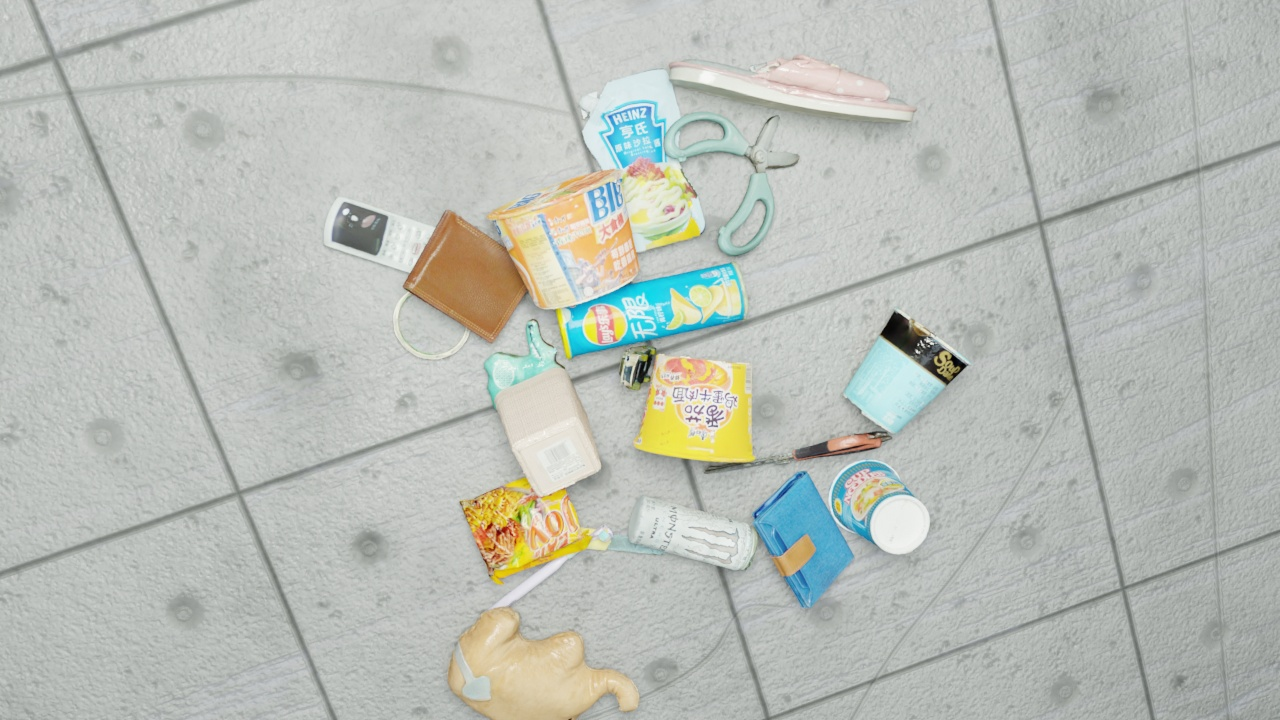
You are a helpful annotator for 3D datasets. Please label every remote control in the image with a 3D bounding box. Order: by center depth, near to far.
[{"bbox_3d":[-0.271,-0.132,1.014,0.150,0.021,0.058,17,97,-10],"label":"remote control"}]

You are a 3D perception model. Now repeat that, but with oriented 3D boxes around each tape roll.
[{"bbox_3d":[-0.235,-0.044,1.037,0.085,0.014,0.086,-1,99,-7],"label":"tape roll"}]

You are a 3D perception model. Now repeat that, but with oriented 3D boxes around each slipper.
[{"bbox_3d":[0.166,-0.302,0.998,0.274,0.114,0.054,9,102,-2],"label":"slipper"}]

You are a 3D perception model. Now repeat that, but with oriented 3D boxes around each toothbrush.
[{"bbox_3d":[-0.113,0.255,1.090,0.189,0.021,0.029,-36,141,7],"label":"toothbrush"}]

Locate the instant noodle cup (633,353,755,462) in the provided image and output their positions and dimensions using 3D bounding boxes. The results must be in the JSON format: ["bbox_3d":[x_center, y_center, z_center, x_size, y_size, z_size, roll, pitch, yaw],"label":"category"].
[{"bbox_3d":[0.065,0.051,1.034,0.138,0.138,0.110,5,91,-8],"label":"instant noodle cup"}]

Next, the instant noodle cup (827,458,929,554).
[{"bbox_3d":[0.288,0.178,1.089,0.099,0.110,0.099,-1,98,-8],"label":"instant noodle cup"}]

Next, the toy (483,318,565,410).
[{"bbox_3d":[-0.134,0.003,1.049,0.092,0.030,0.096,-12,103,-9],"label":"toy"}]

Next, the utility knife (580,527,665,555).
[{"bbox_3d":[-0.077,0.214,1.096,0.219,0.022,0.031,8,102,-2],"label":"utility knife"}]

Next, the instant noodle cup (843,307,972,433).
[{"bbox_3d":[0.303,0.017,1.072,0.111,0.111,0.120,35,101,-11],"label":"instant noodle cup"}]

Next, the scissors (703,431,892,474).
[{"bbox_3d":[0.184,0.110,1.082,0.206,0.193,0.015,-1,74,-33],"label":"scissors"}]

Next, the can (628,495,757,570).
[{"bbox_3d":[0.061,0.206,1.091,0.146,0.058,0.058,17,97,-9],"label":"can"}]

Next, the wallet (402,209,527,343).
[{"bbox_3d":[-0.187,-0.091,1.012,0.124,0.032,0.101,34,84,-25],"label":"wallet"}]

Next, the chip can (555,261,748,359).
[{"bbox_3d":[0.011,-0.058,1.036,0.210,0.071,0.071,-13,100,-5],"label":"chip can"}]

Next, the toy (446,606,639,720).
[{"bbox_3d":[-0.117,0.381,1.088,0.226,0.082,0.144,25,107,-13],"label":"toy"}]

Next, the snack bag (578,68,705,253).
[{"bbox_3d":[0.001,-0.221,1.027,0.110,0.038,0.191,-14,100,5],"label":"snack bag"}]

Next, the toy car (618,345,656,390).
[{"bbox_3d":[-0.006,0.006,1.035,0.035,0.090,0.042,12,101,8],"label":"toy car"}]

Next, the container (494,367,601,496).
[{"bbox_3d":[-0.100,0.081,1.013,0.090,0.111,0.090,-24,121,-3],"label":"container"}]

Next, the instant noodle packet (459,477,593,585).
[{"bbox_3d":[-0.131,0.187,1.060,0.128,0.044,0.110,-22,80,-5],"label":"instant noodle packet"}]

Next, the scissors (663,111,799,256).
[{"bbox_3d":[0.105,-0.199,1.035,0.170,0.019,0.180,-1,93,-22],"label":"scissors"}]

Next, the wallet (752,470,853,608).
[{"bbox_3d":[0.196,0.215,1.105,0.106,0.040,0.133,-37,103,-31],"label":"wallet"}]

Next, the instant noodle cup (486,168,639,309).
[{"bbox_3d":[-0.074,-0.128,0.980,0.151,0.151,0.111,-20,108,-4],"label":"instant noodle cup"}]
